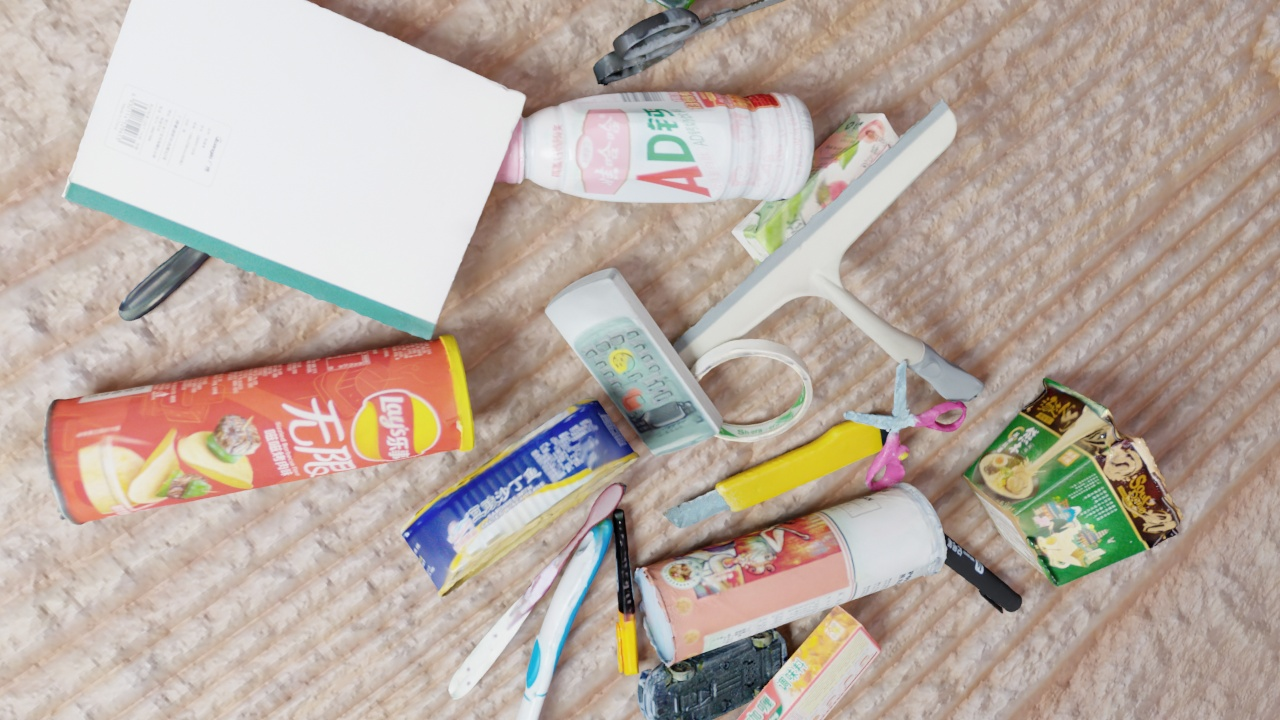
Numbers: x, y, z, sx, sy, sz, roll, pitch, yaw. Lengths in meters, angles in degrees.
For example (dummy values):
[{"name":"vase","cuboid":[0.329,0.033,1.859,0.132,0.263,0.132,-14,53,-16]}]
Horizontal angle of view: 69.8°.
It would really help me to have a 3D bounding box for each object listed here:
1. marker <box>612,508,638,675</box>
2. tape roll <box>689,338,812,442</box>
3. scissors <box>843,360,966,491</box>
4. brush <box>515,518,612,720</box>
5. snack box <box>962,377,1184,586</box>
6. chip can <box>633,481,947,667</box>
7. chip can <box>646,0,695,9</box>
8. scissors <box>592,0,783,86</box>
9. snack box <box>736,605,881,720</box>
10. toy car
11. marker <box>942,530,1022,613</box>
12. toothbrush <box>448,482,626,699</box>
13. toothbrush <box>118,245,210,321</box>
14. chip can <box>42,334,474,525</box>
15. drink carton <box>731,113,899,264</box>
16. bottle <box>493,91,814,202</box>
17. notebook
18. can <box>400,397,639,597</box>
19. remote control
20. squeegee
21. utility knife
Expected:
[{"name":"marker","cuboid":[-0.012,0.163,0.643,0.015,0.018,0.124,-6,102,-11]},{"name":"tape roll","cuboid":[0.073,0.021,0.622,0.086,0.013,0.086,0,131,0]},{"name":"scissors","cuboid":[0.195,0.044,0.666,0.124,0.017,0.133,-24,135,-12]},{"name":"brush","cuboid":[-0.072,0.264,0.627,0.109,0.060,0.314,36,85,-19]},{"name":"snack box","cuboid":[0.323,0.100,0.709,0.105,0.117,0.118,-35,108,2]},{"name":"chip can","cuboid":[0.106,0.150,0.654,0.214,0.071,0.071,-15,105,-16]},{"name":"chip can","cuboid":[0.083,-0.311,0.552,0.236,0.072,0.072,-45,111,-7]},{"name":"scissors","cuboid":[0.052,-0.212,0.564,0.174,0.140,0.014,-25,93,11]},{"name":"snack box","cuboid":[0.115,0.258,0.685,0.155,0.027,0.077,-47,142,-6]},{"name":"toy car","cuboid":[0.054,0.231,0.672,0.120,0.037,0.054,-12,107,-27]},{"name":"marker","cuboid":[0.262,0.167,0.742,0.132,0.020,0.022,38,116,-23]},{"name":"toothbrush","cuboid":[-0.069,0.154,0.614,0.016,0.017,0.187,39,96,12]},{"name":"toothbrush","cuboid":[-0.224,-0.085,0.519,0.181,0.018,0.015,-43,114,-5]},{"name":"chip can","cuboid":[-0.206,0.036,0.519,0.216,0.073,0.073,-9,104,-18]},{"name":"drink carton","cuboid":[0.126,-0.108,0.622,0.122,0.045,0.053,-44,112,-6]},{"name":"bottle","cuboid":[0.005,-0.130,0.564,0.196,0.068,0.068,-4,102,-14]},{"name":"notebook","cuboid":[-0.187,-0.118,0.504,0.209,0.012,0.150,22,94,-9]},{"name":"can","cuboid":[-0.074,0.083,0.569,0.148,0.075,0.049,-35,81,-11]},{"name":"remote control","cuboid":[-0.004,0.003,0.597,0.056,0.019,0.135,-23,115,30]},{"name":"squeegee","cuboid":[0.179,-0.013,0.637,0.246,0.039,0.247,30,119,-36]},{"name":"utility knife","cuboid":[0.103,0.079,0.667,0.196,0.015,0.033,-19,107,-18]}]
